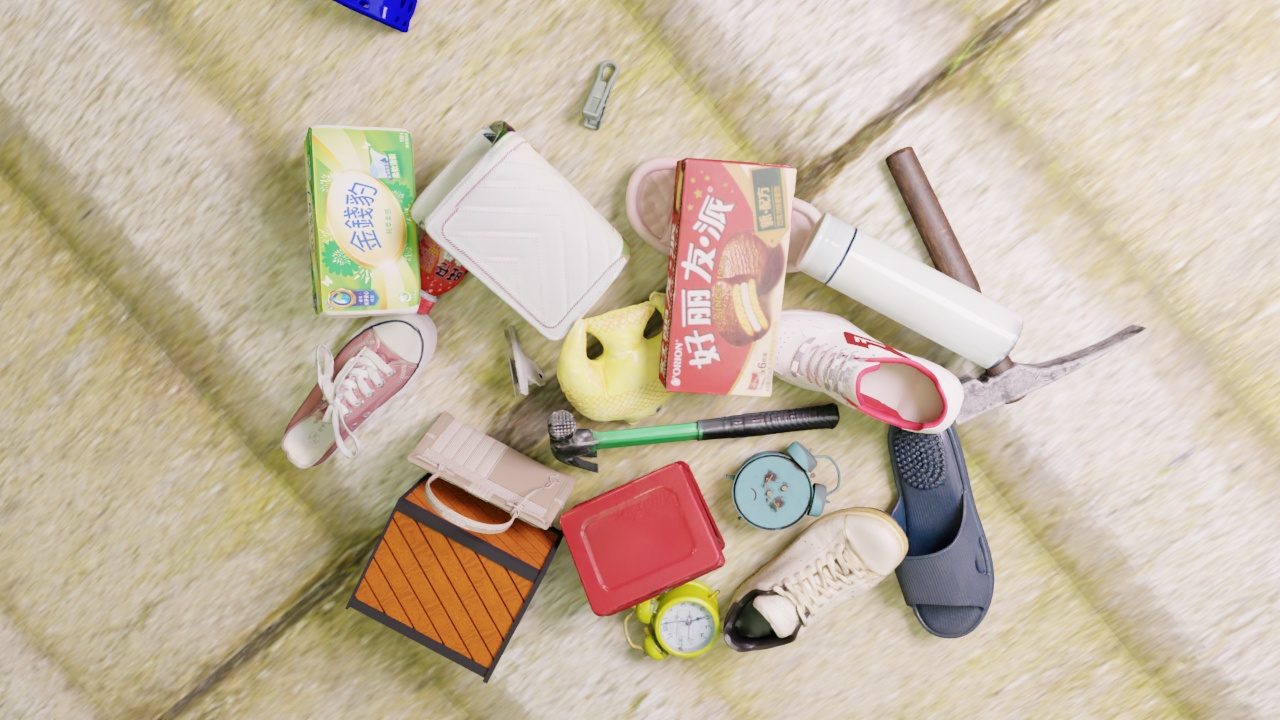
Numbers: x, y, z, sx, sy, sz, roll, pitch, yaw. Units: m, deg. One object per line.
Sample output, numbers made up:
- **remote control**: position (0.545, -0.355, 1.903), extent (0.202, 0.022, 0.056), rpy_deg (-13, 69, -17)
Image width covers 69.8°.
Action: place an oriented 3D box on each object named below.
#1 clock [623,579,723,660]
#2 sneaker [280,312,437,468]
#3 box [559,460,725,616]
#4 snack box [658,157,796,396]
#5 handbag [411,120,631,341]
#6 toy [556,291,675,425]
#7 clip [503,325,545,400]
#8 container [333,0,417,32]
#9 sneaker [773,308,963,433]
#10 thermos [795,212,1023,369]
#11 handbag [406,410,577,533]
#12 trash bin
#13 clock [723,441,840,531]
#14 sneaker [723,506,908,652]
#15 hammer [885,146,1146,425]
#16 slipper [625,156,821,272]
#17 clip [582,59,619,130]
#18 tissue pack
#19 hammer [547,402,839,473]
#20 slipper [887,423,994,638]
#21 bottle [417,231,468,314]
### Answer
- **clock**: position (0.039, 0.303, 1.066), extent (0.119, 0.057, 0.083), rpy_deg (-13, 100, 1)
- **sneaker**: position (-0.330, 0.035, 1.040), extent (0.118, 0.087, 0.241), rpy_deg (43, 101, -3)
- **box**: position (0.002, 0.197, 1.021), extent (0.157, 0.127, 0.137), rpy_deg (-26, 91, 9)
- **snack box**: position (0.086, -0.084, 0.940), extent (0.113, 0.060, 0.236), rpy_deg (4, 100, -6)
- **handbag**: position (-0.122, -0.135, 0.957), extent (0.142, 0.096, 0.198), rpy_deg (-48, 119, -4)
- **toy**: position (-0.006, 0.006, 1.005), extent (0.170, 0.064, 0.155), rpy_deg (-21, 123, -11)
- **clip**: position (-0.138, 0.015, 1.039), extent (0.044, 0.101, 0.054), rpy_deg (-21, 140, 8)
- **container**: position (-0.271, -0.418, 0.962), extent (0.085, 0.084, 0.114), rpy_deg (24, 102, -1)
- **sneaker**: position (0.216, 0.010, 0.957), extent (0.237, 0.104, 0.090), rpy_deg (26, 101, 18)
- **thermos**: position (0.273, -0.072, 0.942), extent (0.230, 0.068, 0.068), rpy_deg (28, 100, 0)
- **handbag**: position (-0.173, 0.140, 0.987), extent (0.175, 0.197, 0.062), rpy_deg (27, 100, 0)
- **trash bin**: position (-0.202, 0.233, 1.035), extent (0.172, 0.139, 0.140), rpy_deg (28, 100, 0)
- **clock**: position (0.162, 0.139, 1.031), extent (0.124, 0.053, 0.090), rpy_deg (-16, 98, 8)
- **sneaker**: position (0.174, 0.244, 0.991), extent (0.242, 0.102, 0.089), rpy_deg (-43, 80, 30)
- **hammer**: position (0.374, -0.106, 0.980), extent (0.218, 0.037, 0.300), rpy_deg (-26, 95, 9)
- **slipper**: position (0.090, -0.150, 0.988), extent (0.221, 0.055, 0.107), rpy_deg (15, 102, 0)
- **clip**: position (-0.042, -0.290, 0.991), extent (0.023, 0.061, 0.075), rpy_deg (19, 85, 0)
- **tissue pack**: position (-0.303, -0.142, 0.987), extent (0.120, 0.142, 0.197), rpy_deg (3, 90, -24)
- **hammer**: position (0.060, 0.078, 1.013), extent (0.318, 0.130, 0.032), rpy_deg (-6, 64, -3)
- **slipper**: position (0.315, 0.184, 0.994), extent (0.101, 0.082, 0.263), rpy_deg (-6, 96, 36)
- **bottle**: position (-0.217, -0.116, 1.019), extent (0.062, 0.062, 0.138), rpy_deg (31, 101, -1)
